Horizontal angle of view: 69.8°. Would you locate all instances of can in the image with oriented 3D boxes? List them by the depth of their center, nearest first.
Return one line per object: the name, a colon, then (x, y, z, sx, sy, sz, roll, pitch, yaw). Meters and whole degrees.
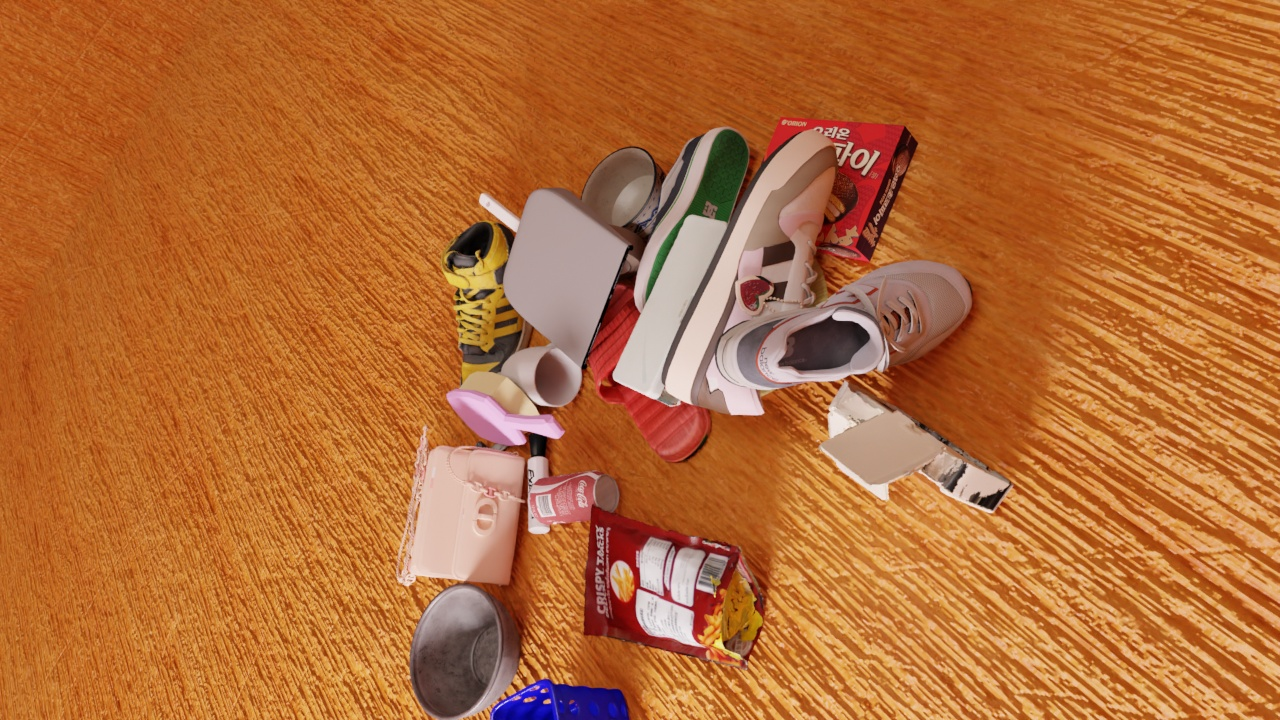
can: (-0.075, 0.153, 1.024, 0.097, 0.054, 0.054, -12, 64, 35)

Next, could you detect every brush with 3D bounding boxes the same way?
brush: (-0.148, 0.060, 1.074, 0.043, 0.089, 0.229, -49, 27, -25)

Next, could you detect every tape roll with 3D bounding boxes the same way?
tape roll: (-0.043, -0.128, 1.092, 0.094, 0.093, 0.030, -8, 66, 37)

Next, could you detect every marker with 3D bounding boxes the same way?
marker: (-0.121, 0.141, 1.086, 0.025, 0.025, 0.125, -21, 59, 31)

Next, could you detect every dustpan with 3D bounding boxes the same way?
dustpan: (-0.117, -0.129, 1.081, 0.257, 0.033, 0.163, 39, 123, 27)

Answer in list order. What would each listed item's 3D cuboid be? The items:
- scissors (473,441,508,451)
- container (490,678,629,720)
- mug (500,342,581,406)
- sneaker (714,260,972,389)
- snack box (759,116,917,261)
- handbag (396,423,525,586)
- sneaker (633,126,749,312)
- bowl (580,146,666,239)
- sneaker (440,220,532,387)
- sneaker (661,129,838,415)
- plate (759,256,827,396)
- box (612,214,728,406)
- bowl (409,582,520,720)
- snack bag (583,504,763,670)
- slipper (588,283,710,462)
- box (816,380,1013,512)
scissors: (-0.212, 0.141, 1.165, 0.130, 0.019, 0.135, 10, 78, 34)
container: (-0.072, 0.365, 0.888, 0.085, 0.113, 0.085, -34, 53, 23)
mug: (-0.117, 0.006, 1.122, 0.090, 0.071, 0.107, 3, 45, 48)
sneaker: (0.188, -0.023, 0.783, 0.240, 0.124, 0.089, -18, 96, -2)
snack box: (0.192, -0.183, 0.964, 0.152, 0.035, 0.132, 19, 84, 42)
handbag: (-0.217, 0.180, 1.129, 0.188, 0.116, 0.198, 153, 125, -65)
sneaker: (0.046, -0.154, 1.047, 0.079, 0.084, 0.235, 9, 73, 55)
bowl: (-0.011, -0.195, 1.118, 0.116, 0.059, 0.115, -17, 61, 33)
sneaker: (-0.206, -0.068, 1.181, 0.086, 0.122, 0.238, 6, 74, 42)
sneaker: (0.136, -0.077, 0.882, 0.116, 0.111, 0.293, 28, 88, 21)
plate: (0.119, -0.039, 0.961, 0.185, 0.036, 0.184, -16, 62, 33)
box: (0.039, -0.055, 0.964, 0.086, 0.072, 0.199, 23, 87, 15)
bowl: (-0.185, 0.328, 1.028, 0.145, 0.067, 0.144, -17, 61, 33)
snack bag: (0.016, 0.224, 0.903, 0.208, 0.066, 0.139, 1, 95, 40)
slipper: (-0.006, 0.006, 1.029, 0.104, 0.059, 0.248, -41, 52, 18)
box: (0.197, 0.077, 0.751, 0.143, 0.181, 0.081, 40, 102, 47)
